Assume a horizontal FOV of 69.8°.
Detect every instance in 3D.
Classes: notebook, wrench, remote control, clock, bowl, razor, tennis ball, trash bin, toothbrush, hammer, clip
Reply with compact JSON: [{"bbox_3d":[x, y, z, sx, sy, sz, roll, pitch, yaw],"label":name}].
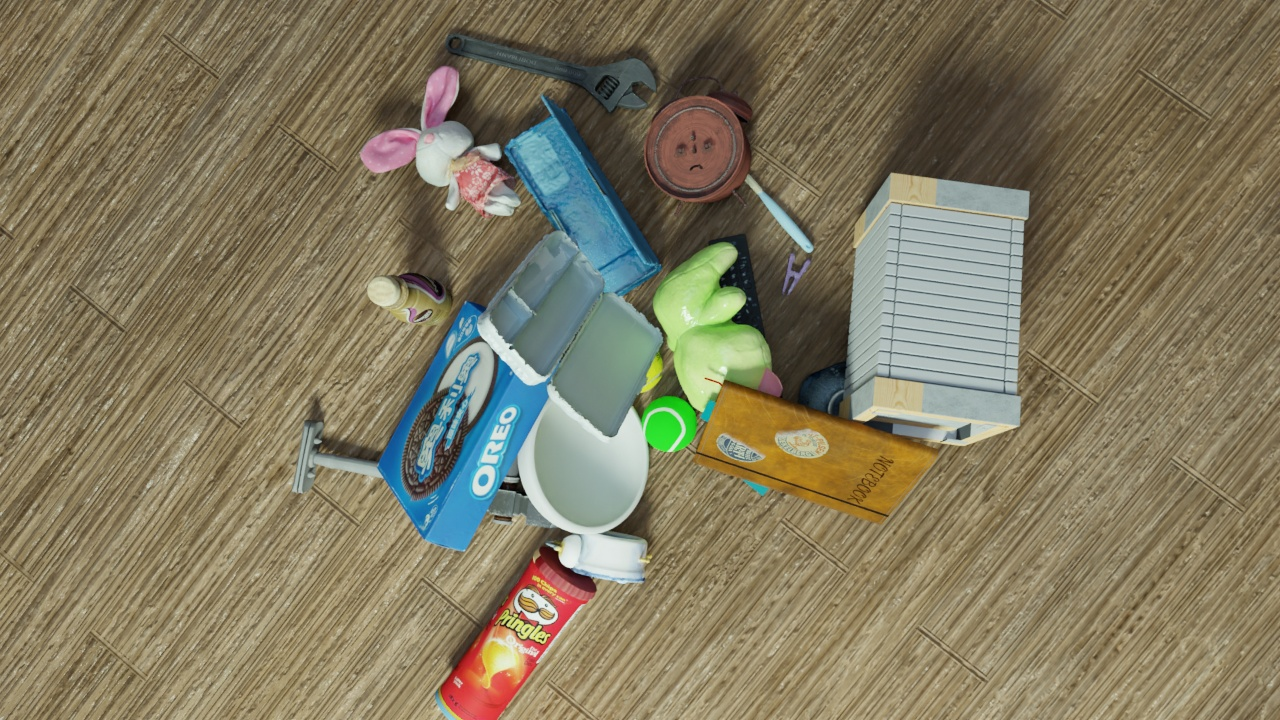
[{"bbox_3d":[0.176,0.108,1.027,0.249,0.179,0.014,18,54,3],"label":"notebook"},{"bbox_3d":[-0.111,-0.359,1.124,0.273,0.018,0.073,16,91,7],"label":"wrench"},{"bbox_3d":[0.117,-0.073,1.094,0.047,0.022,0.150,-10,90,5],"label":"remote control"},{"bbox_3d":[0.071,-0.254,1.065,0.121,0.072,0.157,-5,88,21],"label":"clock"},{"bbox_3d":[0.238,0.056,1.062,0.110,0.055,0.110,0,90,6],"label":"bowl"},{"bbox_3d":[-0.075,0.111,1.062,0.066,0.176,0.176,-11,87,48],"label":"bowl"},{"bbox_3d":[-0.364,0.127,1.134,0.116,0.047,0.088,11,90,-2],"label":"razor"},{"bbox_3d":[-0.050,0.226,1.073,0.125,0.089,0.052,9,85,4],"label":"clock"},{"bbox_3d":[-0.006,0.006,1.082,0.065,0.065,0.065,0,89,6],"label":"tennis ball"},{"bbox_3d":[0.308,-0.048,0.980,0.142,0.142,0.246,8,77,0],"label":"trash bin"},{"bbox_3d":[0.154,-0.188,1.093,0.022,0.016,0.155,-41,85,4],"label":"toothbrush"},{"bbox_3d":[-0.144,0.037,1.113,0.156,0.043,0.322,8,88,6],"label":"hammer"},{"bbox_3d":[0.187,-0.103,1.091,0.043,0.014,0.051,-2,86,3],"label":"clip"},{"bbox_3d":[0.034,0.074,1.078,0.065,0.065,0.065,0,89,6],"label":"tennis ball"}]

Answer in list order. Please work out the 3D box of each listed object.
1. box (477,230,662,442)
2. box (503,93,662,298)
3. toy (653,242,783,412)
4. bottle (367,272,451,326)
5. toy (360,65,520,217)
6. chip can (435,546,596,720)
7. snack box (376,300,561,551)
[{"bbox_3d":[-0.068,-0.031,0.982,0.191,0.208,0.045,43,128,-15],"label":"box"},{"bbox_3d":[-0.073,-0.185,1.069,0.094,0.111,0.231,-31,86,4],"label":"box"},{"bbox_3d":[0.077,-0.022,1.037,0.107,0.151,0.196,-6,73,-33],"label":"toy"},{"bbox_3d":[-0.269,-0.074,1.061,0.060,0.166,0.059,0,89,6],"label":"bottle"},{"bbox_3d":[-0.224,-0.240,1.101,0.194,0.084,0.159,45,88,6],"label":"toy"},{"bbox_3d":[-0.147,0.330,1.084,0.087,0.087,0.213,37,94,5],"label":"chip can"},{"bbox_3d":[-0.199,0.066,1.045,0.056,0.196,0.239,26,93,-36],"label":"snack box"}]
